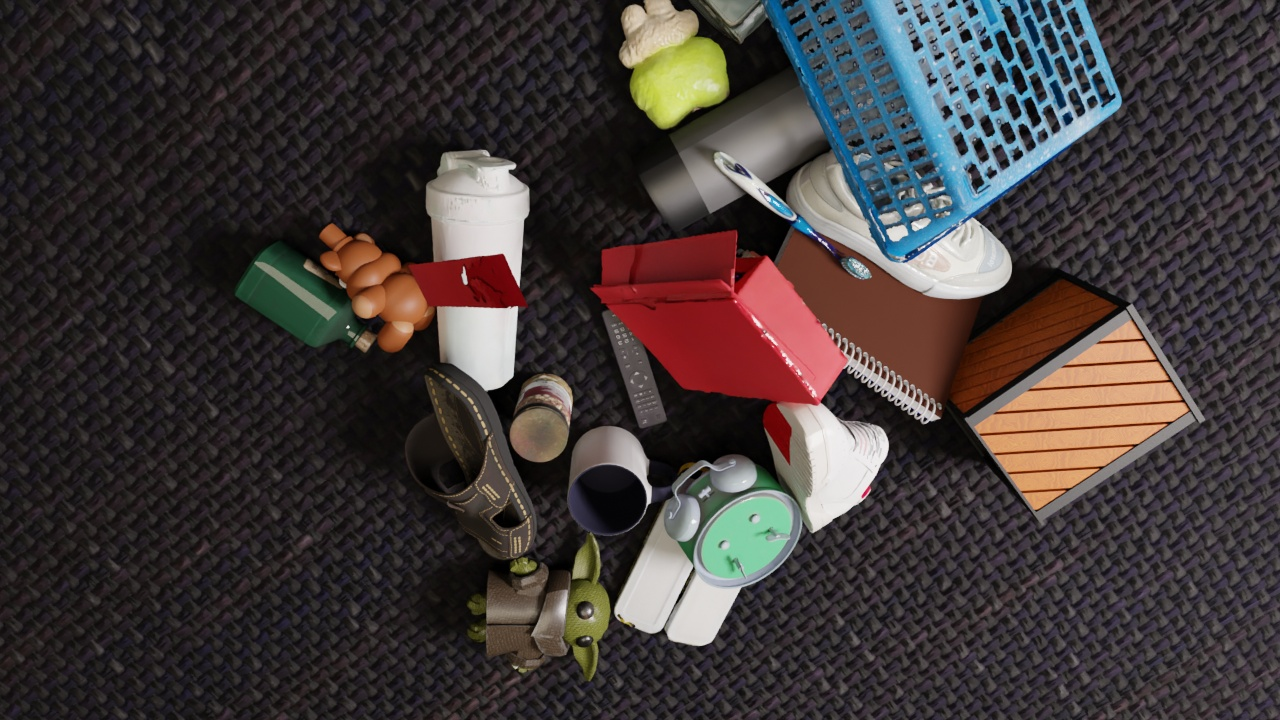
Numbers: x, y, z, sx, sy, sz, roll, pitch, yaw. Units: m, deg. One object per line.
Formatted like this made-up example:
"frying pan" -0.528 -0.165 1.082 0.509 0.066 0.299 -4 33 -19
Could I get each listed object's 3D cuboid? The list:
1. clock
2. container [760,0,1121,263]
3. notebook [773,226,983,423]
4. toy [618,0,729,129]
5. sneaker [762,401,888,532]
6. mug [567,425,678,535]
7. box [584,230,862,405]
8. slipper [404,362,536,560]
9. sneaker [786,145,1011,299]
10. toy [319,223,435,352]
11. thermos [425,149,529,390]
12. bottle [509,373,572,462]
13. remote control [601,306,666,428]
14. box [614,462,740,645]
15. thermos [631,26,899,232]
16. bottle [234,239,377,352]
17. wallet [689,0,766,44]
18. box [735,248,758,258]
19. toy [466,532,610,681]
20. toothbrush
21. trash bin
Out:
"clock" 0.089 0.158 0.924 0.122 0.075 0.161 -41 127 2
"container" 0.243 -0.294 0.744 0.256 0.089 0.362 -34 104 -20
"notebook" 0.224 -0.061 0.873 0.209 0.022 0.171 33 65 -11
"toy" 0.026 -0.275 0.836 0.092 0.046 0.115 -27 100 6
"sneaker" 0.190 0.086 0.892 0.104 0.090 0.237 -28 147 -3
"mug" -0.017 0.122 0.941 0.112 0.096 0.079 3 108 -2
"box" 0.070 -0.033 0.828 0.164 0.215 0.153 -4 94 -33
"slipper" -0.171 0.116 0.899 0.075 0.113 0.268 -37 140 -29
"sneaker" 0.258 -0.129 0.845 0.242 0.091 0.089 21 66 -16
"toy" -0.258 -0.075 0.881 0.127 0.094 0.065 43 127 -2
"thermos" -0.158 -0.085 0.874 0.099 0.099 0.221 4 112 -3
"bottle" -0.097 0.055 0.912 0.056 0.105 0.056 0 108 -1
"remote control" -0.006 0.006 0.945 0.032 0.015 0.136 -16 111 4
"box" 0.063 0.219 1.015 0.129 0.036 0.210 21 106 -12
"thermos" 0.115 -0.209 0.840 0.240 0.082 0.082 -28 107 8
"bottle" -0.317 -0.053 0.893 0.131 0.061 0.061 36 106 -12
"wallet" 0.100 -0.360 0.809 0.100 0.054 0.132 42 98 -14
"box" 0.166 -0.050 0.901 0.187 0.082 0.042 34 100 -10
"toy" -0.109 0.276 0.999 0.152 0.078 0.179 1 106 -5
"toothbrush" 0.138 -0.128 0.822 0.189 0.017 0.016 35 93 -18
"trash bin" 0.401 0.031 0.898 0.172 0.139 0.139 -37 106 10
